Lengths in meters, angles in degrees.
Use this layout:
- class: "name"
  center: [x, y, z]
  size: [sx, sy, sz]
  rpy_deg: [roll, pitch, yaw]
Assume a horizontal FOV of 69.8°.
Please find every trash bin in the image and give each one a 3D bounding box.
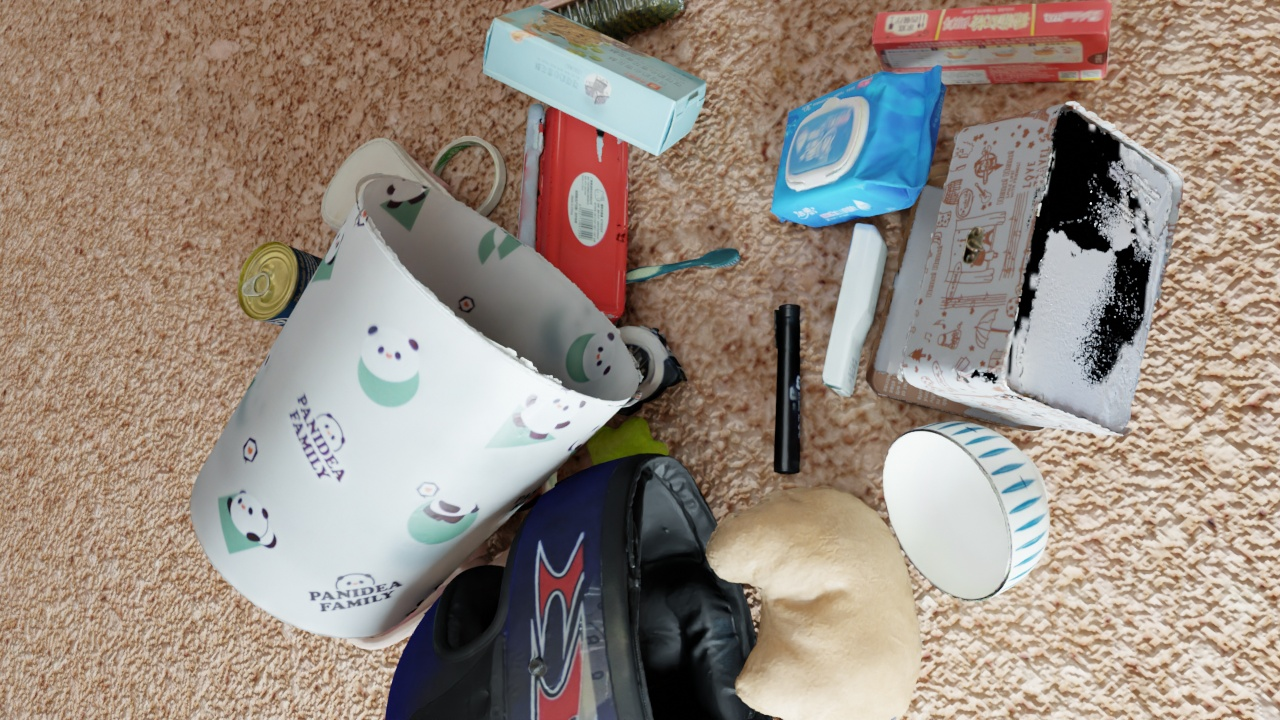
- class: "trash bin"
  center: [-0.164, 0.040, 0.639]
  size: [0.252, 0.229, 0.229]
  rpy_deg: [-49, 65, 15]

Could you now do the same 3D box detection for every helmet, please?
- class: "helmet"
  center: [-0.054, 0.240, 0.630]
  size: [0.241, 0.247, 0.315]
  rpy_deg: [-19, 66, 22]

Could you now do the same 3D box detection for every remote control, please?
- class: "remote control"
  center: [0.159, -0.037, 0.681]
  size: [0.024, 0.049, 0.125]
  rpy_deg: [12, 87, 24]

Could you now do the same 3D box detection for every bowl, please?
- class: "bowl"
  center: [0.223, 0.093, 0.606]
  size: [0.066, 0.117, 0.116]
  rpy_deg: [-15, 69, -23]

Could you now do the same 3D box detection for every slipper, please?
- class: "slipper"
  center: [-0.230, -0.138, 0.861]
  size: [0.114, 0.054, 0.274]
  rpy_deg: [-55, 41, 0]

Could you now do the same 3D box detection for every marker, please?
- class: "marker"
  center: [0.113, 0.022, 0.710]
  size: [0.022, 0.020, 0.132]
  rpy_deg: [-7, 77, 42]

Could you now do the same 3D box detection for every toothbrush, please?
- class: "toothbrush"
  center: [-0.003, -0.071, 0.786]
  size: [0.192, 0.018, 0.016]
  rpy_deg: [-10, 74, 27]

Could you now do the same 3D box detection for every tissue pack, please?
- class: "tissue pack"
  center: [0.154, -0.154, 0.671]
  size: [0.157, 0.052, 0.095]
  rpy_deg: [-1, 75, 62]

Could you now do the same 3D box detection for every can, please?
- class: "can"
  center: [-0.316, -0.063, 0.884]
  size: [0.075, 0.111, 0.075]
  rpy_deg: [-6, 77, 26]

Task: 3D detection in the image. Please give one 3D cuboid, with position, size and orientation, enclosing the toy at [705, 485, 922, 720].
- class: "toy"
  center: [0.128, 0.197, 0.622]
  size: [0.143, 0.083, 0.225]
  rpy_deg: [-9, 75, -8]

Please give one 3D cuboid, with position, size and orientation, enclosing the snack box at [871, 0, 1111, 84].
- class: "snack box"
  center: [0.249, -0.224, 0.654]
  size: [0.153, 0.075, 0.025]
  rpy_deg: [7, 84, 27]

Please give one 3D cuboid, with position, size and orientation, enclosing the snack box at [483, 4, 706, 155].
- class: "snack box"
  center: [-0.038, -0.236, 0.765]
  size: [0.175, 0.074, 0.052]
  rpy_deg: [27, 125, 10]

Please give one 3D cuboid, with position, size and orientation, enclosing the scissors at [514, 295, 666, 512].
- class: "scissors"
  center: [-0.078, 0.037, 0.801]
  size: [0.226, 0.015, 0.189]
  rpy_deg: [-3, 82, 21]

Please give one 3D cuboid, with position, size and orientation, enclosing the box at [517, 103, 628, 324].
- class: "box"
  center: [-0.070, -0.118, 0.800]
  size: [0.102, 0.095, 0.201]
  rpy_deg: [147, 127, -59]

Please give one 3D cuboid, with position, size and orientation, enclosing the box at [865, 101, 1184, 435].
- class: "box"
  center: [0.233, -0.054, 0.619]
  size: [0.185, 0.154, 0.182]
  rpy_deg: [6, 79, 59]

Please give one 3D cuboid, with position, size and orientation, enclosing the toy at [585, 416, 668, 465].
- class: "toy"
  center: [-0.018, 0.100, 0.754]
  size: [0.097, 0.031, 0.100]
  rpy_deg: [-18, 73, 20]

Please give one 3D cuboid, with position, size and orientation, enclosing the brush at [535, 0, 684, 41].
- class: "brush"
  center: [-0.028, -0.325, 0.814]
  size: [0.146, 0.063, 0.073]
  rpy_deg: [-14, 86, 23]

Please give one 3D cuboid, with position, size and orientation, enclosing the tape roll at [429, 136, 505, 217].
- class: "tape roll"
  center: [-0.168, -0.173, 0.884]
  size: [0.086, 0.014, 0.085]
  rpy_deg: [-5, 79, 25]

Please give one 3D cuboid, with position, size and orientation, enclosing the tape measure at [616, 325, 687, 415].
- class: "tape measure"
  center: [-0.004, 0.004, 0.755]
  size: [0.066, 0.033, 0.066]
  rpy_deg: [-32, 80, 9]

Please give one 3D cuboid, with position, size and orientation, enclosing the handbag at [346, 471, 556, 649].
- class: "handbag"
  center: [-0.176, 0.121, 0.787]
  size: [0.234, 0.093, 0.193]
  rpy_deg: [-26, 83, 13]
